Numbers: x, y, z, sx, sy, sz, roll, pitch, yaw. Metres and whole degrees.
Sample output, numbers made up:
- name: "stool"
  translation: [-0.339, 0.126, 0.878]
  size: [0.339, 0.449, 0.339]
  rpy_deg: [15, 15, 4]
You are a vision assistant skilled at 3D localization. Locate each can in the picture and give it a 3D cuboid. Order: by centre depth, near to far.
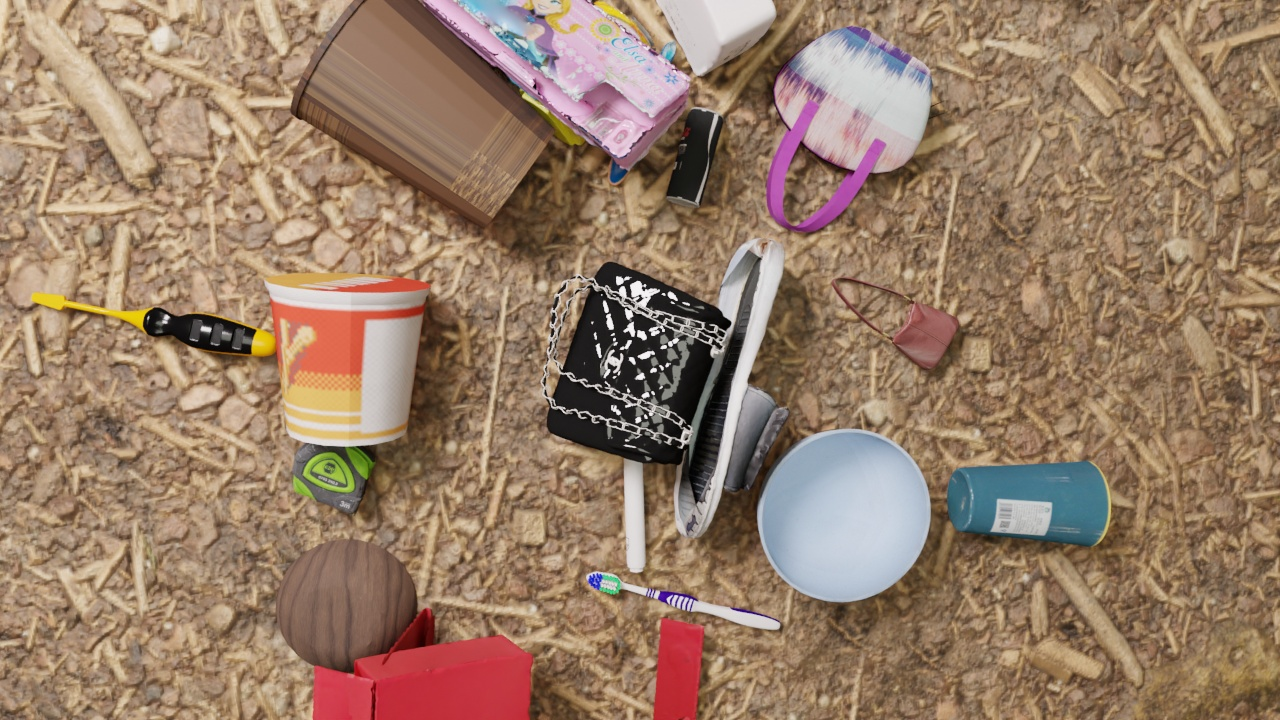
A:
- name: "can"
  translation: [-0.044, -0.238, 0.763]
  size: [0.067, 0.067, 0.105]
  rpy_deg: [40, 88, -8]
- name: "can"
  translation: [0.047, -0.176, 0.796]
  size: [0.031, 0.031, 0.080]
  rpy_deg: [15, 92, -8]

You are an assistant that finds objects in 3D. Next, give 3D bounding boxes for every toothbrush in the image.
- name: "toothbrush"
  translation: [-0.398, -0.032, 0.755]
  size: [0.196, 0.031, 0.031]
  rpy_deg: [12, 88, -5]
- name: "toothbrush"
  translation: [0.003, -0.215, 0.796]
  size: [0.021, 0.017, 0.135]
  rpy_deg: [23, 91, -6]
- name: "toothbrush"
  translation: [0.041, 0.220, 0.832]
  size: [0.186, 0.016, 0.015]
  rpy_deg: [16, 92, -7]

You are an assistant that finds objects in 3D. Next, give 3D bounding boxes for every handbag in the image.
- name: "handbag"
  translation: [-0.005, 0.004, 0.747]
  size: [0.125, 0.114, 0.153]
  rpy_deg: [20, 88, 23]
- name: "handbag"
  translation: [0.170, -0.192, 0.800]
  size: [0.144, 0.068, 0.170]
  rpy_deg: [28, 97, -7]
- name: "handbag"
  translation: [0.226, -0.043, 0.834]
  size: [0.119, 0.029, 0.055]
  rpy_deg: [30, 88, -3]

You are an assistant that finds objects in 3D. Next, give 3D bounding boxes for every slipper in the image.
- name: "slipper"
  translation: [0.087, 0.028, 0.783]
  size: [0.063, 0.111, 0.263]
  rpy_deg: [12, 88, -14]

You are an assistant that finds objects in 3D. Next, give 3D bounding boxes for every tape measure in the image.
- name: "tape measure"
  translation: [-0.260, 0.091, 0.778]
  size: [0.065, 0.036, 0.059]
  rpy_deg: [26, 100, -11]

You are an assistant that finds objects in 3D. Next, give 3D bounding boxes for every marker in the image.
- name: "marker"
  translation: [-0.005, 0.124, 0.817]
  size: [0.017, 0.020, 0.133]
  rpy_deg: [-3, 94, -11]

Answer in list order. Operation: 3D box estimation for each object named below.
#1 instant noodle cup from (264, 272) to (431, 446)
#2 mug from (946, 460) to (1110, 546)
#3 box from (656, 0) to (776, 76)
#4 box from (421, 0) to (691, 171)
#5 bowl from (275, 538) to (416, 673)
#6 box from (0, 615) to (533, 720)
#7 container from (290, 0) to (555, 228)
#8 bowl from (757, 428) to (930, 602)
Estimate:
- name: "instant noodle cup"
  translation: [-0.234, -0.003, 0.737]
  size: [0.123, 0.123, 0.121]
  rpy_deg: [3, 101, -7]
- name: "mug"
  translation: [0.349, 0.129, 0.836]
  size: [0.121, 0.078, 0.078]
  rpy_deg: [2, 94, -3]
- name: "box"
  translation: [0.075, -0.309, 0.754]
  size: [0.101, 0.108, 0.102]
  rpy_deg: [-29, 96, -8]
- name: "box"
  translation: [-0.071, -0.250, 0.700]
  size: [0.230, 0.063, 0.084]
  rpy_deg: [41, 90, 11]
- name: "bowl"
  translation: [-0.255, 0.216, 0.787]
  size: [0.119, 0.032, 0.119]
  rpy_deg: [0, 94, -7]
- name: "box"
  translation: [-0.296, 0.320, 0.706]
  size: [0.425, 0.128, 0.213]
  rpy_deg: [3, 95, -5]
- name: "container"
  translation: [-0.164, -0.194, 0.727]
  size: [0.167, 0.132, 0.132]
  rpy_deg: [36, 89, -14]
- name: "bowl"
  translation: [0.170, 0.129, 0.811]
  size: [0.150, 0.075, 0.150]
  rpy_deg: [0, 94, -6]
